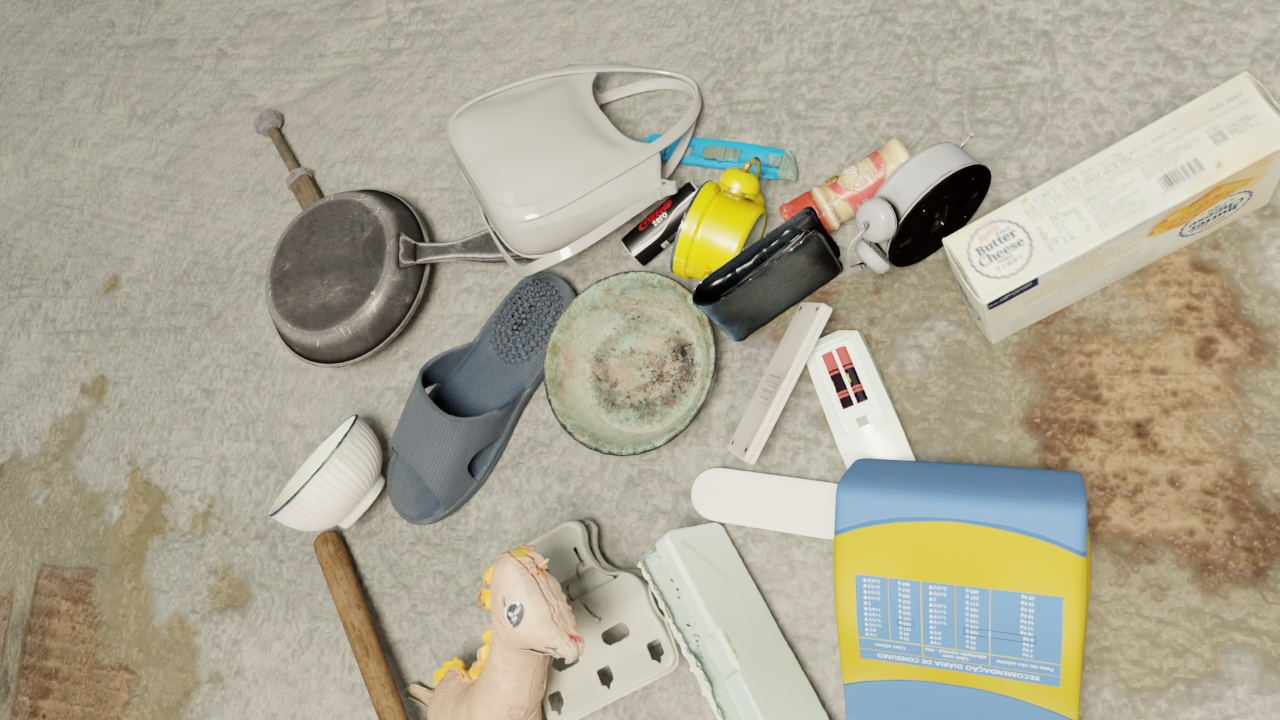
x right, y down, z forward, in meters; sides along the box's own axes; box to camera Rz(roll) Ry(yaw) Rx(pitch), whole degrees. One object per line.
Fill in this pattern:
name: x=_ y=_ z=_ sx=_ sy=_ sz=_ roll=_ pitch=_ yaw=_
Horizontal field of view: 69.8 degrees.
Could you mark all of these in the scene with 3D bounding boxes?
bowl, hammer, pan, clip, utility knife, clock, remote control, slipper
bowl: x=-0.279 y=0.114 z=0.851 sx=0.118 sy=0.118 sz=0.062 roll=-45 pitch=107 yaw=8
hammer: x=-0.337 y=-0.158 z=0.968 sx=0.147 sy=0.028 sz=0.316 roll=-39 pitch=67 yaw=9
pan: x=-0.212 y=-0.099 z=0.875 sx=0.357 sy=0.055 sz=0.187 roll=-10 pitch=71 yaw=18
clip: x=-0.037 y=0.204 z=0.748 sx=0.126 sy=0.096 sz=0.152 roll=-31 pitch=56 yaw=13
utility knife: x=0.055 y=-0.182 z=0.810 sx=0.179 sy=0.015 sz=0.031 roll=12 pitch=78 yaw=27
clock: x=0.202 y=-0.110 z=0.682 sx=0.122 sy=0.094 sz=0.035 roll=-34 pitch=62 yaw=-5
remote control: x=0.109 y=0.016 z=0.725 sx=0.011 sy=0.050 sz=0.136 roll=27 pitch=90 yaw=-11
remote control: x=0.170 y=0.043 z=0.703 sx=0.050 sy=0.024 sz=0.143 roll=-24 pitch=70 yaw=17
bowl: x=-0.005 y=0.004 z=0.780 sx=0.158 sy=0.038 sz=0.157 roll=-5 pitch=76 yaw=22
remote control: x=0.105 y=0.112 z=0.723 sx=0.137 sy=0.013 sz=0.043 roll=5 pitch=80 yaw=24
slipper: x=-0.157 y=0.026 z=0.819 sx=0.101 sy=0.082 sz=0.263 roll=38 pitch=94 yaw=28
hammer: x=-0.225 y=0.281 z=0.795 sx=0.321 sy=0.040 sz=0.130 roll=56 pitch=143 yaw=32
clock: x=0.068 y=-0.112 z=0.749 sx=0.057 sy=0.083 sz=0.118 roll=24 pitch=88 yaw=14

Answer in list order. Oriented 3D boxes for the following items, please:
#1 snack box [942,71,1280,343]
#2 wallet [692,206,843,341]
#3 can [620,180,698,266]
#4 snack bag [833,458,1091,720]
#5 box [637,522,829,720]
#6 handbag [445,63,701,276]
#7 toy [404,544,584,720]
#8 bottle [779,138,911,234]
snack box: x=0.319 y=-0.095 z=0.627 sx=0.208 sy=0.104 sz=0.057 roll=-29 pitch=66 yaw=15
wallet: x=0.104 y=-0.062 z=0.721 sx=0.115 sy=0.089 sz=0.026 roll=-35 pitch=61 yaw=13
can: x=0.023 y=-0.119 z=0.800 sx=0.080 sy=0.031 sz=0.031 roll=-40 pitch=66 yaw=11
snack bag: x=0.215 y=0.177 z=0.622 sx=0.159 sy=0.102 sz=0.205 roll=1 pitch=99 yaw=24
box: x=0.076 y=0.215 z=0.680 sx=0.083 sy=0.066 sz=0.199 roll=-18 pitch=62 yaw=-24
handbag: x=-0.041 y=-0.183 z=0.809 sx=0.222 sy=0.096 sz=0.215 roll=-27 pitch=59 yaw=-9
toy: x=-0.122 y=0.232 z=0.702 sx=0.196 sy=0.065 sz=0.265 roll=31 pitch=126 yaw=35
bottle: x=0.167 y=-0.133 z=0.735 sx=0.109 sy=0.044 sz=0.044 roll=-30 pitch=68 yaw=13
